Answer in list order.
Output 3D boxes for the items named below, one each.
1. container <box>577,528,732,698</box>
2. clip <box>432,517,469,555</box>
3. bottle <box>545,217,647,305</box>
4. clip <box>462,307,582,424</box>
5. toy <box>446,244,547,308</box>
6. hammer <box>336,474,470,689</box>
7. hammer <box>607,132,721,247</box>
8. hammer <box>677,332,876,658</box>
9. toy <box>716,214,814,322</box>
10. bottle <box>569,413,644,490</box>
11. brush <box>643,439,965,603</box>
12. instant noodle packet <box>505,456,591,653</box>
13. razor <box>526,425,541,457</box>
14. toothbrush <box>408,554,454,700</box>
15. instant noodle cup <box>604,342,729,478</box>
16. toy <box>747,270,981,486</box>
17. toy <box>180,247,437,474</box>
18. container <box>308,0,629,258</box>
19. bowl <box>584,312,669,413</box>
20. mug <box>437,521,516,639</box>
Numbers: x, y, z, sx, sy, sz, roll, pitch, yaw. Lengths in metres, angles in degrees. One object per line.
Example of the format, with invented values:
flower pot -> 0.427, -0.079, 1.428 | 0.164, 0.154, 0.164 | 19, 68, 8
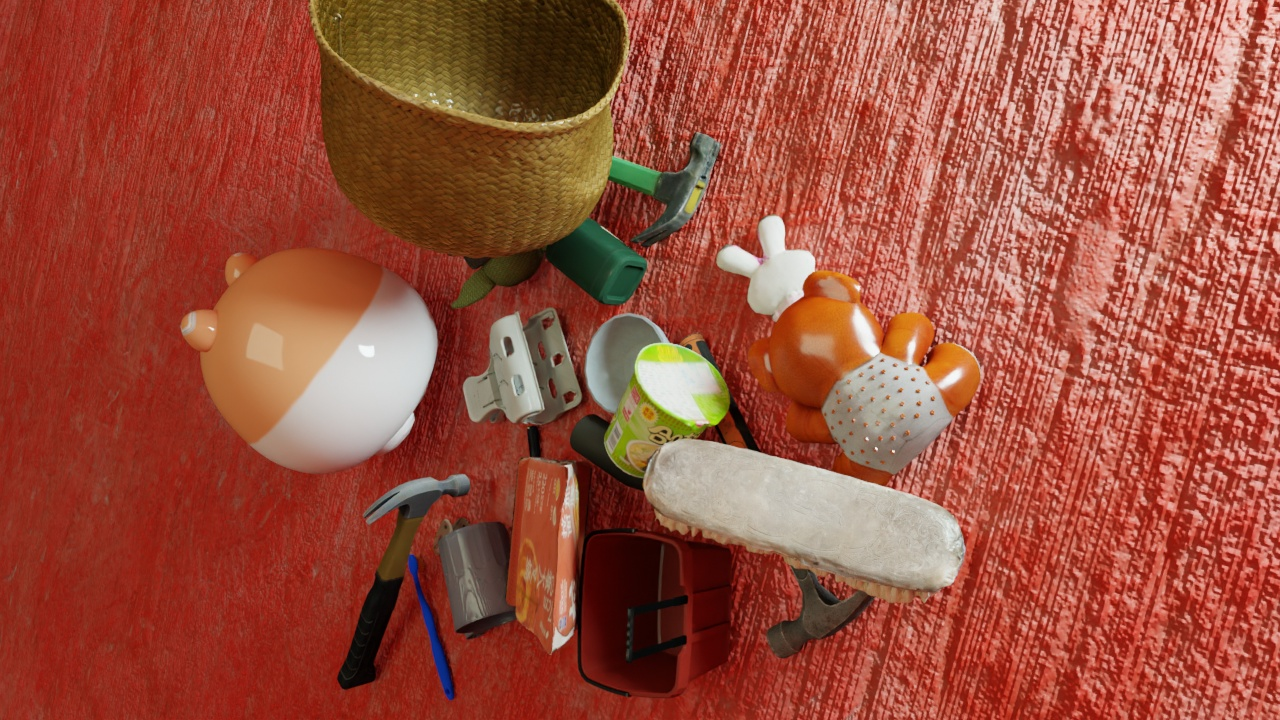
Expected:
container -> -0.002, 0.227, 0.831 | 0.127, 0.200, 0.148 | -2, 82, 36
clip -> -0.236, 0.214, 1.106 | 0.061, 0.041, 0.024 | -49, 57, 15
bottle -> -0.062, -0.120, 0.999 | 0.131, 0.061, 0.061 | 40, 109, 25
clip -> -0.149, 0.018, 1.047 | 0.152, 0.095, 0.126 | -25, 67, 20
toy -> -0.175, -0.157, 1.060 | 0.179, 0.078, 0.153 | -34, 103, 7
hammer -> -0.304, 0.271, 1.090 | 0.025, 0.117, 0.334 | 45, 122, 35
hammer -> -0.057, -0.225, 1.040 | 0.319, 0.032, 0.130 | 28, 101, 36
hammer -> 0.119, 0.103, 0.864 | 0.138, 0.035, 0.314 | -38, 63, 27
toy -> 0.130, -0.079, 0.879 | 0.079, 0.038, 0.122 | -36, 63, 14
bottle -> 0.005, 0.114, 0.938 | 0.185, 0.045, 0.045 | 29, 101, 35
brush -> 0.130, 0.132, 0.775 | 0.271, 0.057, 0.083 | 13, 68, 19
instant noodle packet -> -0.088, 0.179, 0.891 | 0.084, 0.221, 0.164 | 6, 85, -6
razor -> -0.118, 0.145, 1.042 | 0.043, 0.022, 0.144 | 135, 135, -70
toothbrush -> -0.254, 0.324, 1.122 | 0.016, 0.018, 0.182 | -32, 69, 29
instant noodle cup -> 0.018, 0.054, 0.879 | 0.099, 0.098, 0.108 | 58, 136, 27
toy -> 0.185, 0.015, 0.800 | 0.172, 0.092, 0.164 | 47, 114, 18
toy -> -0.389, -0.005, 1.097 | 0.266, 0.280, 0.262 | -39, 27, 31
container -> -0.171, -0.253, 0.916 | 0.307, 0.306, 0.197 | 53, 145, 29
bowl -> -0.006, 0.006, 0.965 | 0.106, 0.039, 0.106 | -6, 80, 36
mug -> -0.187, 0.253, 1.048 | 0.124, 0.083, 0.104 | -49, 54, 53
